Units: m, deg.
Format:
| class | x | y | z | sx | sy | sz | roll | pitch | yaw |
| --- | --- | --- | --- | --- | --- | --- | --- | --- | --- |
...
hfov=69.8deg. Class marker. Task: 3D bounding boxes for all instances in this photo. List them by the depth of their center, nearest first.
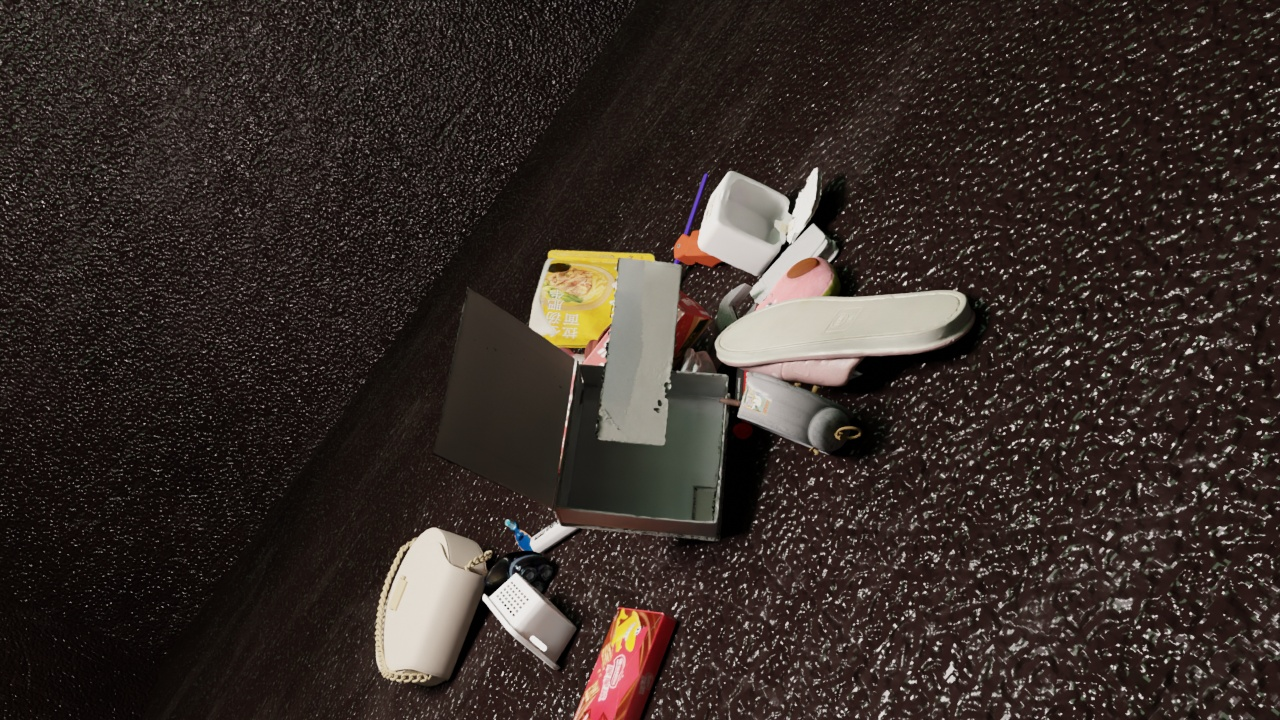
| class | x | y | z | sx | sy | sz | roll | pitch | yaw |
| --- | --- | --- | --- | --- | --- | --- | --- | --- | --- |
| marker | 0.117 | 0.027 | 1.013 | 0.023 | 0.021 | 0.144 | -10 | 42 | 19 |
| marker | -0.097 | 0.214 | 1.180 | 0.126 | 0.025 | 0.025 | -38 | 28 | 36 |

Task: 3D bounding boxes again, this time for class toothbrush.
| class | x | y | z | sx | sy | sz | roll | pitch | yaw |
| --- | --- | --- | --- | --- | --- | --- | --- | --- | --- |
| toothbrush | -0.168 | 0.246 | 1.287 | 0.021 | 0.017 | 0.135 | -60 | 23 | -5 |

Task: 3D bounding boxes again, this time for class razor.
| class | x | y | z | sx | sy | sz | roll | pitch | yaw |
| --- | --- | --- | --- | --- | --- | --- | --- | --- | --- |
| razor | -0.163 | 0.283 | 1.194 | 0.141 | 0.053 | 0.063 | -35 | 62 | 52 |

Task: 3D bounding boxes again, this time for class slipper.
| class | x | y | z | sx | sy | sz | roll | pitch | yaw |
| --- | --- | --- | --- | --- | --- | --- | --- | --- | --- |
| slipper | 0.185 | -0.018 | 0.870 | 0.275 | 0.054 | 0.113 | -3 | 32 | 48 |

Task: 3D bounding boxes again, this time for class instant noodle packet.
| class | x | y | z | sx | sy | sz | roll | pitch | yaw |
| --- | --- | --- | --- | --- | --- | --- | --- | --- | --- |
| instant noodle packet | -0.065 | -0.075 | 1.288 | 0.221 | 0.163 | 0.084 | -83 | -5 | -60 |

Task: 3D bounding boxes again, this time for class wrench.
| class | x | y | z | sx | sy | sz | roll | pitch | yaw |
| --- | --- | --- | --- | --- | --- | --- | --- | --- | --- |
| wrench | 0.060 | 0.033 | 1.081 | 0.274 | 0.018 | 0.083 | -57 | 29 | 14 |

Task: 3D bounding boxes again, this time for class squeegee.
| class | x | y | z | sx | sy | sz | roll | pitch | yaw |
| --- | --- | --- | --- | --- | --- | --- | --- | --- | --- |
| squeegee | 0.092 | -0.154 | 1.258 | 0.185 | 0.055 | 0.249 | 9 | 78 | 56 |

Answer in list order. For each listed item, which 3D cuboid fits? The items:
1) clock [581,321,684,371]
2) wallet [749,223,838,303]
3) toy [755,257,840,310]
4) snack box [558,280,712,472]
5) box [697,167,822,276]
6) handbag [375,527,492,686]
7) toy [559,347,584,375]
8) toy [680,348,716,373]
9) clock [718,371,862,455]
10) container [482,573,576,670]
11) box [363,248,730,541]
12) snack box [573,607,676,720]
| class | x | y | z | sx | sy | sz | roll | pitch | yaw |
| --- | --- | --- | --- | --- | --- | --- | --- | --- | --- |
| clock | -0.007 | 0.006 | 1.151 | 0.158 | 0.120 | 0.072 | -38 | 0 | 13 |
| wallet | 0.173 | -0.106 | 1.067 | 0.116 | 0.032 | 0.086 | -50 | 21 | 13 |
| toy | 0.168 | -0.063 | 0.993 | 0.110 | 0.051 | 0.090 | -47 | 23 | 24 |
| snack box | -0.024 | 0.020 | 1.056 | 0.237 | 0.060 | 0.113 | -51 | -16 | 12 |
| box | 0.157 | -0.186 | 1.117 | 0.137 | 0.124 | 0.108 | 126 | 165 | -55 |
| handbag | -0.296 | 0.352 | 1.311 | 0.209 | 0.103 | 0.210 | -1 | 67 | 61 |
| toy | -0.106 | 0.056 | 1.301 | 0.266 | 0.186 | 0.127 | -22 | -5 | 19 |
| toy | 0.010 | 0.071 | 1.033 | 0.205 | 0.131 | 0.106 | -57 | 17 | -5 |
| clock | 0.146 | 0.049 | 0.828 | 0.148 | 0.104 | 0.056 | 21 | 87 | 61 |
| container | -0.126 | 0.297 | 1.063 | 0.049 | 0.081 | 0.129 | -49 | 21 | -13 |
| box | -0.076 | 0.054 | 0.878 | 0.151 | 0.368 | 0.166 | -28 | 48 | 49 |
| snack box | -0.018 | 0.310 | 0.896 | 0.089 | 0.021 | 0.132 | -18 | 43 | 57 |
